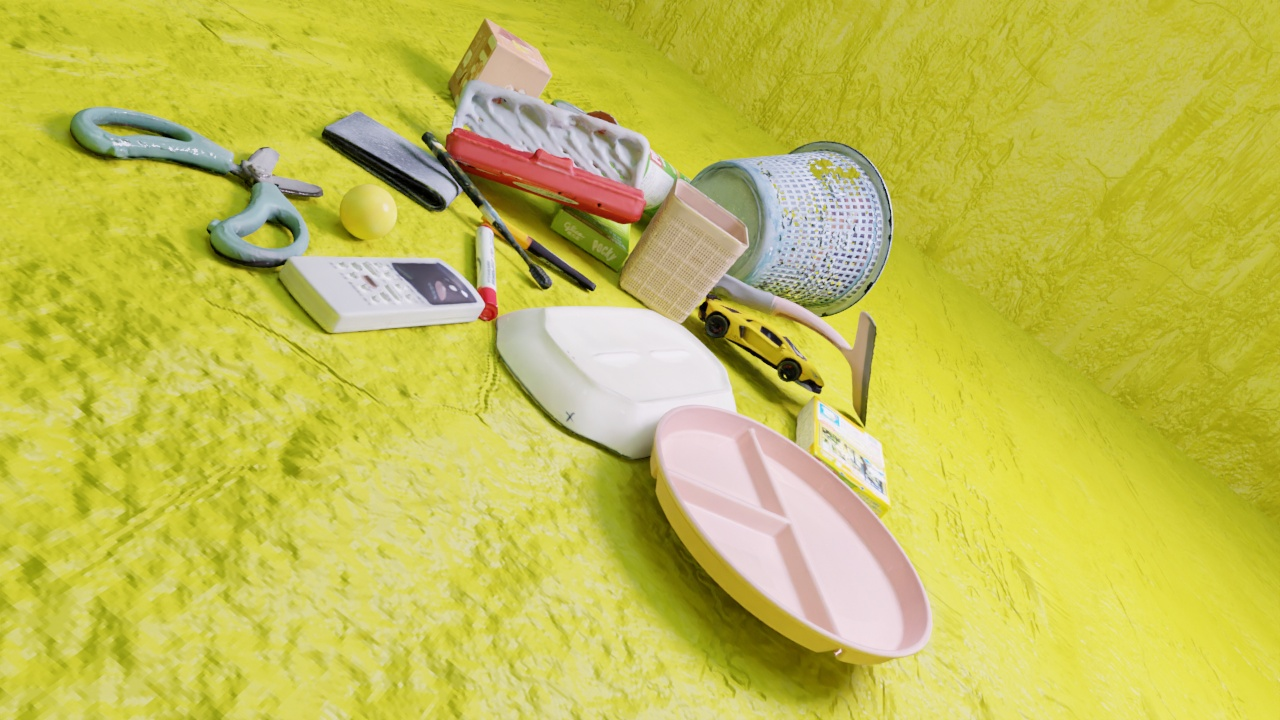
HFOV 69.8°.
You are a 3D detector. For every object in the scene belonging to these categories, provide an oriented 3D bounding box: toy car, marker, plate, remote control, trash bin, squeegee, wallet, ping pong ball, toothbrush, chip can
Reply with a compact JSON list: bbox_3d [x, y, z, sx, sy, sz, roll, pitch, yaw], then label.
[{"bbox_3d":[0.126,-0.017,0.948,0.156,0.041,0.071,35,10,13],"label":"toy car"},{"bbox_3d":[-0.125,-0.075,0.743,0.017,0.017,0.145,27,24,-25],"label":"marker"},{"bbox_3d":[-0.004,0.004,0.743,0.162,0.034,0.265,47,24,22],"label":"plate"},{"bbox_3d":[0.100,0.116,0.632,0.229,0.028,0.229,29,22,-14],"label":"plate"},{"bbox_3d":[-0.093,-0.099,0.843,0.124,0.015,0.018,33,-10,-17],"label":"marker"},{"bbox_3d":[-0.167,-0.047,0.617,0.058,0.021,0.149,44,23,17],"label":"remote control"},{"bbox_3d":[0.161,-0.164,1.128,0.194,0.227,0.226,-4,45,-43],"label":"trash bin"},{"bbox_3d":[0.147,-0.050,0.981,0.250,0.040,0.248,32,-15,22],"label":"squeegee"},{"bbox_3d":[-0.215,-0.179,0.817,0.121,0.019,0.097,31,20,-11],"label":"wallet"},{"bbox_3d":[-0.197,-0.108,0.666,0.040,0.040,0.040,31,23,-15],"label":"ping pong ball"},{"bbox_3d":[-0.138,-0.134,0.811,0.186,0.012,0.017,51,7,11],"label":"toothbrush"},{"bbox_3d":[0.003,-0.218,1.103,0.072,0.072,0.235,50,15,28],"label":"chip can"}]

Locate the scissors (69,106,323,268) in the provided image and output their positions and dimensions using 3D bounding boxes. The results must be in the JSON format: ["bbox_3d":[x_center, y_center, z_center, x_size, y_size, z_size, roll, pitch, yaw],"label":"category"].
[{"bbox_3d":[-0.265,-0.108,0.595,0.181,0.019,0.170,48,23,28],"label":"scissors"}]

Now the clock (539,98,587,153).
[{"bbox_3d":[-0.078,-0.270,1.153,0.116,0.056,0.161,21,27,-33],"label":"clock"}]

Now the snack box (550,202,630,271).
[{"bbox_3d":[-0.052,-0.156,1.004,0.085,0.026,0.156,31,22,-15],"label":"snack box"}]

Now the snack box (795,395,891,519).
[{"bbox_3d":[0.190,0.092,0.868,0.087,0.034,0.140,36,20,-4],"label":"snack box"}]

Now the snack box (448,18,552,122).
[{"bbox_3d":[-0.169,-0.337,1.097,0.077,0.093,0.094,23,26,-32],"label":"snack box"}]

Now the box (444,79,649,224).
[{"bbox_3d":[-0.086,-0.210,0.904,0.201,0.100,0.102,16,0,-13],"label":"box"}]

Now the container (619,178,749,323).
[{"bbox_3d":[0.041,-0.108,0.934,0.090,0.111,0.089,33,22,-10],"label":"container"}]
